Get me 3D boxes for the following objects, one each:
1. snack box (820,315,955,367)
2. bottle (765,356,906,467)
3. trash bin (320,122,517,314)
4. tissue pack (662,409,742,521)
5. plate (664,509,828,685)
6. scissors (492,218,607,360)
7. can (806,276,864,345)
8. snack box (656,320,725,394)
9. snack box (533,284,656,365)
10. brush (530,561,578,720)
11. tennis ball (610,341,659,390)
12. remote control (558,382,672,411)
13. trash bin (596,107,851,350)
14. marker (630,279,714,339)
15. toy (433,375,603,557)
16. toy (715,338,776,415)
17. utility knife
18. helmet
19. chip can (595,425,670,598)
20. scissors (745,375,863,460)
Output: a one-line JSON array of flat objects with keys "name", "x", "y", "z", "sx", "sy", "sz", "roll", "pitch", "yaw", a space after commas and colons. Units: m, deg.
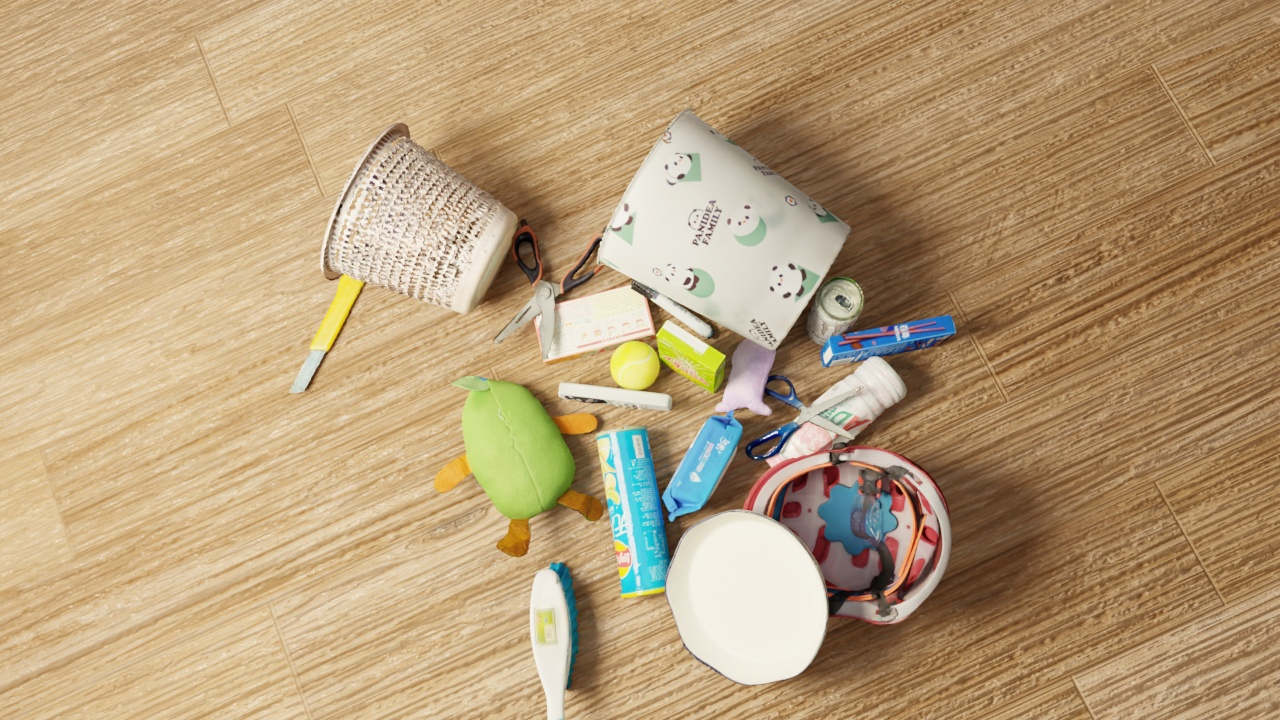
[{"name": "snack box", "x": 0.315, "y": -0.024, "z": 1.181, "sx": 0.157, "sy": 0.084, "sz": 0.026, "roll": -11, "pitch": 79, "yaw": 2}, {"name": "bottle", "x": 0.246, "y": 0.077, "z": 1.180, "sx": 0.197, "sy": 0.068, "sz": 0.068, "roll": -38, "pitch": 79, "yaw": 1}, {"name": "trash bin", "x": -0.277, "y": -0.167, "z": 1.205, "sx": 0.192, "sy": 0.228, "sz": 0.227, "roll": 26, "pitch": 82, "yaw": -4}, {"name": "tissue pack", "x": 0.079, "y": 0.136, "z": 1.167, "sx": 0.052, "sy": 0.095, "sz": 0.157, "roll": 30, "pitch": 84, "yaw": 3}, {"name": "plate", "x": 0.129, "y": 0.277, "z": 1.088, "sx": 0.205, "sy": 0.045, "sz": 0.205, "roll": 3, "pitch": 96, "yaw": 30}, {"name": "scissors", "x": -0.120, "y": -0.106, "z": 1.248, "sx": 0.189, "sy": 0.015, "sz": 0.225, "roll": -14, "pitch": 67, "yaw": 0}, {"name": "can", "x": 0.245, "y": -0.060, "z": 1.161, "sx": 0.058, "sy": 0.147, "sz": 0.058, "roll": -1, "pitch": 79, "yaw": 5}, {"name": "snack box", "x": 0.065, "y": -0.001, "z": 1.161, "sx": 0.086, "sy": 0.156, "sz": 0.026, "roll": 32, "pitch": 82, "yaw": 9}, {"name": "snack box", "x": -0.063, "y": -0.050, "z": 1.246, "sx": 0.156, "sy": 0.027, "sz": 0.077, "roll": -14, "pitch": 78, "yaw": 2}, {"name": "brush", "x": -0.104, "y": 0.408, "z": 1.124, "sx": 0.060, "sy": 0.109, "sz": 0.314, "roll": -6, "pitch": 79, "yaw": 1}, {"name": "tennis ball", "x": -0.007, "y": 0.007, "z": 1.212, "sx": 0.065, "sy": 0.065, "sz": 0.065, "roll": -1, "pitch": 79, "yaw": 4}, {"name": "remote control", "x": -0.033, "y": 0.049, "z": 1.210, "sx": 0.150, "sy": 0.058, "sz": 0.021, "roll": 6, "pitch": 81, "yaw": 6}, {"name": "trash bin", "x": 0.110, "y": -0.155, "z": 1.160, "sx": 0.252, "sy": 0.229, "sz": 0.229, "roll": 32, "pitch": 83, "yaw": 4}, {"name": "marker", "x": 0.043, "y": -0.069, "z": 1.230, "sx": 0.130, "sy": 0.018, "sz": 0.022, "roll": 35, "pitch": 56, "yaw": -4}, {"name": "toy", "x": -0.157, "y": 0.125, "z": 1.190, "sx": 0.226, "sy": 0.090, "sz": 0.246, "roll": -21, "pitch": 71, "yaw": -17}, {"name": "toy", "x": 0.145, "y": 0.019, "z": 1.205, "sx": 0.084, "sy": 0.039, "sz": 0.108, "roll": 6, "pitch": 73, "yaw": 37}, {"name": "utility knife", "x": -0.433, "y": -0.050, "z": 1.282, "sx": 0.033, "sy": 0.015, "sz": 0.219, "roll": 23, "pitch": 80, "yaw": 8}, {"name": "helmet", "x": 0.259, "y": 0.199, "z": 1.117, "sx": 0.240, "sy": 0.143, "sz": 0.207, "roll": 7, "pitch": 95, "yaw": 26}, {"name": "chip can", "x": -0.007, "y": 0.192, "z": 1.175, "sx": 0.071, "sy": 0.071, "sz": 0.210, "roll": -11, "pitch": 78, "yaw": 2}, {"name": "scissors", "x": 0.200, "y": 0.069, "z": 1.162, "sx": 0.176, "sy": 0.012, "sz": 0.162, "roll": -41, "pitch": 42, "yaw": 11}]
